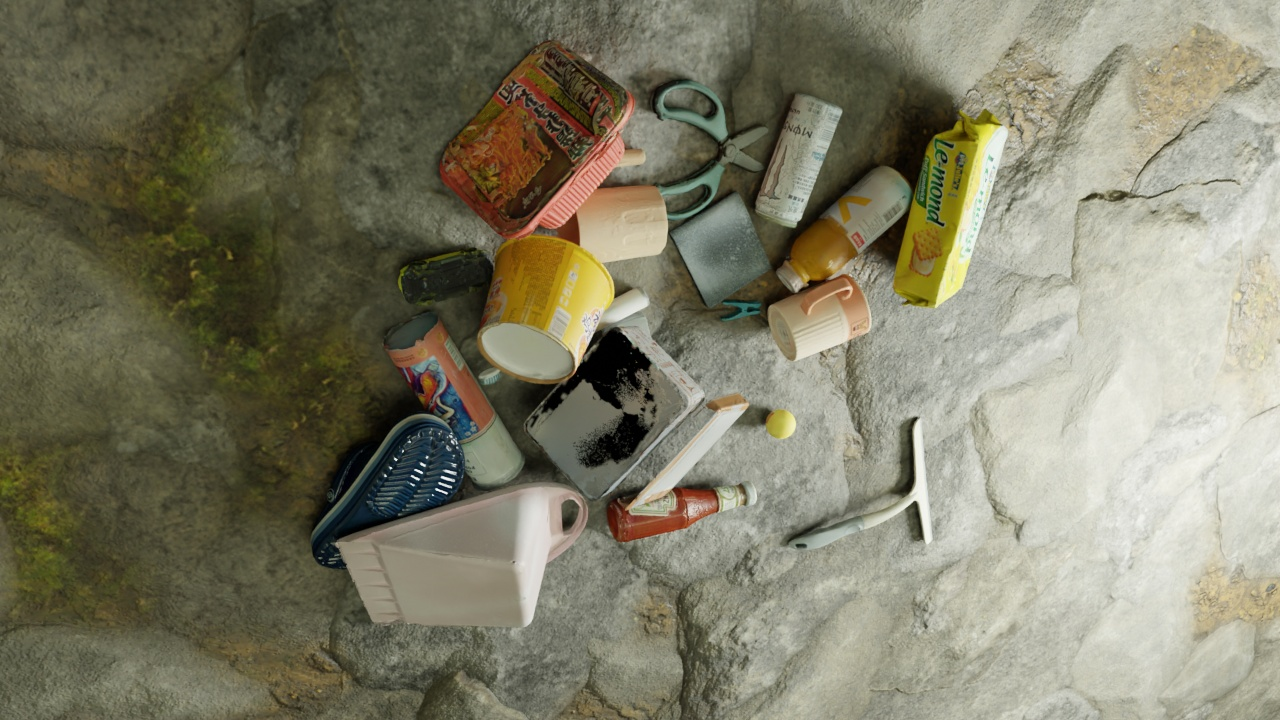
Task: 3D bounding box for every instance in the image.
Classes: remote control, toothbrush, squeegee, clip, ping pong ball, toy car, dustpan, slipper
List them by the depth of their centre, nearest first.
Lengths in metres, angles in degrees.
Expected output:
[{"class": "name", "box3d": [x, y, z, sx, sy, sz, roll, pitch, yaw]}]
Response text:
[{"class": "toy car", "box3d": [-0.211, -0.093, 0.998, 0.105, 0.032, 0.048, -18, 121, -27]}, {"class": "slipper", "box3d": [-0.292, 0.142, 1.051, 0.105, 0.095, 0.253, 17, 125, -44]}, {"class": "toothbrush", "box3d": [-0.088, -0.028, 1.063, 0.220, 0.027, 0.026, -28, 133, -18]}, {"class": "dustpan", "box3d": [-0.208, 0.229, 1.128, 0.273, 0.138, 0.223, 7, 140, 0]}, {"class": "remote control", "box3d": [-0.007, 0.007, 1.138, 0.056, 0.019, 0.135, -21, 121, -11]}, {"class": "clip", "box3d": [0.128, -0.066, 1.162, 0.055, 0.013, 0.039, -9, 118, -19]}, {"class": "ping pong ball", "box3d": [0.190, 0.086, 1.246, 0.040, 0.040, 0.040, -9, 118, -18]}, {"class": "squeegee", "box3d": [0.338, 0.237, 1.383, 0.246, 0.039, 0.247, -21, 121, -11]}]

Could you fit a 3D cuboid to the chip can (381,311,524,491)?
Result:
[{"class": "chip can", "box3d": [-0.209, 0.049, 1.045, 0.071, 0.071, 0.215, -29, 122, -7]}]

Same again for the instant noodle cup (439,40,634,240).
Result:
[{"class": "instant noodle cup", "box3d": [-0.098, -0.212, 0.924, 0.189, 0.164, 0.079, -47, 146, 4]}]

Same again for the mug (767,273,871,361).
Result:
[{"class": "mug", "box3d": [0.226, -0.060, 1.154, 0.106, 0.081, 0.115, -22, 156, -9]}]

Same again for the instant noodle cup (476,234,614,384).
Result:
[{"class": "instant noodle cup", "box3d": [-0.106, -0.048, 0.979, 0.138, 0.109, 0.138, 11, 147, 7]}]

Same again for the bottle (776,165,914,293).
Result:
[{"class": "bottle", "box3d": [0.250, -0.159, 1.134, 0.189, 0.068, 0.068, -41, 123, 1]}]

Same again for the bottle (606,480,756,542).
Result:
[{"class": "bottle", "box3d": [0.059, 0.197, 1.237, 0.205, 0.060, 0.060, -9, 117, -19]}]

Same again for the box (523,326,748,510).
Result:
[{"class": "box", "box3d": [-0.005, 0.063, 1.112, 0.181, 0.158, 0.207, -49, 163, 17]}]

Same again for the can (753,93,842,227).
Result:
[{"class": "can", "box3d": [0.183, -0.234, 1.075, 0.058, 0.058, 0.147, 10, 110, -26]}]

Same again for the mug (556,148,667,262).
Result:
[{"class": "mug", "box3d": [-0.035, -0.170, 1.013, 0.103, 0.084, 0.124, -9, 91, -20]}]

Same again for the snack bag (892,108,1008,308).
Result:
[{"class": "snack bag", "box3d": [0.383, -0.187, 1.142, 0.157, 0.068, 0.247, -25, 130, -56]}]

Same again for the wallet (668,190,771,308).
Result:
[{"class": "wallet", "box3d": [0.098, -0.133, 1.115, 0.097, 0.019, 0.121, -32, 124, -3]}]

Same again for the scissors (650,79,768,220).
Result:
[{"class": "scissors", "box3d": [0.063, -0.249, 1.042, 0.170, 0.019, 0.181, -32, 121, -3]}]
